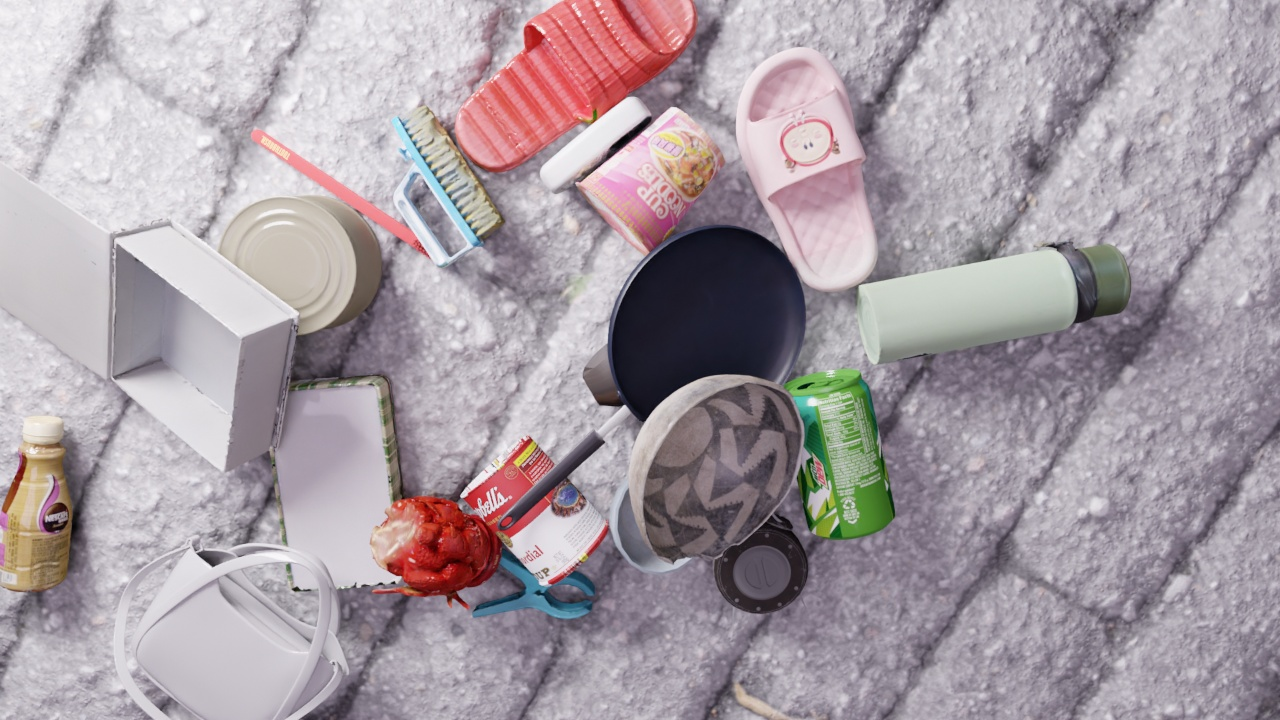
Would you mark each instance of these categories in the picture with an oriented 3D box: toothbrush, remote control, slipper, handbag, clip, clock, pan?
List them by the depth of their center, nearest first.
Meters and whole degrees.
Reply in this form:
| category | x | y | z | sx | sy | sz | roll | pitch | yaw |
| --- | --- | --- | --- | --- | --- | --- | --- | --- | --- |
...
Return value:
| category | x | y | z | sx | sy | sz | roll | pitch | yaw |
| --- | --- | --- | --- | --- | --- | --- | --- | --- | --- |
| slipper | -0.063 | -0.260 | 0.817 | 0.249 | 0.059 | 0.103 | -33 | 98 | 7 |
| remote control | -0.040 | -0.193 | 0.826 | 0.114 | 0.060 | 0.028 | -37 | 95 | 7 |
| pan | 0.004 | 0.028 | 0.830 | 0.356 | 0.021 | 0.199 | -43 | 119 | -6 |
| slipper | 0.154 | -0.168 | 0.831 | 0.107 | 0.055 | 0.221 | -17 | 99 | 5 |
| toothbrush | -0.272 | -0.152 | 0.856 | 0.212 | 0.018 | 0.012 | 34 | 98 | -5 |
| handbag | -0.376 | 0.248 | 0.863 | 0.216 | 0.095 | 0.223 | 42 | 113 | -6 |
| clock | 0.115 | 0.194 | 0.895 | 0.091 | 0.043 | 0.123 | -12 | 99 | 2 |
| clip | -0.103 | 0.218 | 0.912 | 0.119 | 0.027 | 0.102 | 12 | 102 | -1 |

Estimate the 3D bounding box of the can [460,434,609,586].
| category | x | y | z | sx | sy | sz | roll | pitch | yaw |
| --- | --- | --- | --- | --- | --- | --- | --- | --- | --- |
| can | -0.098 | 0.142 | 0.867 | 0.087 | 0.086 | 0.116 | -40 | 96 | 6 |

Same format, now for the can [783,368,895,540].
| category | x | y | z | sx | sy | sz | roll | pitch | yaw |
| --- | --- | --- | --- | --- | --- | --- | --- | --- | --- |
| can | 0.184 | 0.086 | 0.858 | 0.083 | 0.083 | 0.144 | -13 | 99 | 2 |

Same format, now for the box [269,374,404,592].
| category | x | y | z | sx | sy | sz | roll | pitch | yaw |
| --- | --- | --- | --- | --- | --- | --- | --- | --- | --- |
| box | -0.289 | 0.119 | 0.886 | 0.117 | 0.051 | 0.205 | -6 | 100 | -2 |

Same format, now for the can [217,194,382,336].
| category | x | y | z | sx | sy | sz | roll | pitch | yaw |
| --- | --- | --- | --- | --- | --- | --- | --- | --- | --- |
| can | -0.310 | -0.088 | 0.839 | 0.128 | 0.073 | 0.128 | 0 | 99 | 0 |

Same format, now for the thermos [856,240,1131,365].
| category | x | y | z | sx | sy | sz | roll | pitch | yaw |
| --- | --- | --- | --- | --- | --- | --- | --- | --- | --- |
| thermos | 0.320 | -0.057 | 0.837 | 0.231 | 0.082 | 0.082 | -11 | 99 | 3 |

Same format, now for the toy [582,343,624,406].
| category | x | y | z | sx | sy | sz | roll | pitch | yaw |
| --- | --- | --- | --- | --- | --- | --- | --- | --- | --- |
| toy | -0.005 | 0.005 | 0.861 | 0.100 | 0.062 | 0.076 | -27 | 135 | 3 |

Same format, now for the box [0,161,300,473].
| category | x | y | z | sx | sy | sz | roll | pitch | yaw |
| --- | --- | --- | --- | --- | --- | --- | --- | --- | --- |
| box | -0.475 | -0.057 | 0.813 | 0.368 | 0.098 | 0.166 | 30 | 124 | 10 |

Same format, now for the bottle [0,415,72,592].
| category | x | y | z | sx | sy | sz | roll | pitch | yaw |
| --- | --- | --- | --- | --- | --- | --- | --- | --- | --- |
| bottle | -0.581 | 0.136 | 0.885 | 0.059 | 0.059 | 0.166 | 10 | 98 | -1 |

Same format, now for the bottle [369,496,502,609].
| category | x | y | z | sx | sy | sz | roll | pitch | yaw |
| --- | --- | --- | --- | --- | --- | --- | --- | --- | --- |
| bottle | -0.190 | 0.179 | 0.851 | 0.099 | 0.111 | 0.098 | -10 | 68 | 26 |

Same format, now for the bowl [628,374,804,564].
| category | x | y | z | sx | sy | sz | roll | pitch | yaw |
| --- | --- | --- | --- | --- | --- | --- | --- | --- | --- |
| bowl | 0.053 | 0.082 | 0.809 | 0.178 | 0.081 | 0.179 | -18 | 125 | -29 |

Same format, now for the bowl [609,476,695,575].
| category | x | y | z | sx | sy | sz | roll | pitch | yaw |
| --- | --- | --- | --- | --- | --- | --- | --- | --- | --- |
| bowl | 0.013 | 0.148 | 0.880 | 0.106 | 0.039 | 0.106 | -1 | 92 | -29 |

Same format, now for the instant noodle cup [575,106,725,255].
| category | x | y | z | sx | sy | sz | roll | pitch | yaw |
| --- | --- | --- | --- | --- | --- | --- | --- | --- | --- |
| instant noodle cup | 0.014 | -0.162 | 0.819 | 0.097 | 0.097 | 0.108 | 44 | 90 | -6 |

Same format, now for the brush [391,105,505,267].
| category | x | y | z | sx | sy | sz | roll | pitch | yaw |
| --- | --- | --- | --- | --- | --- | --- | --- | --- | --- |
| brush | -0.189 | -0.159 | 0.835 | 0.075 | 0.055 | 0.136 | -33 | 97 | 0 |
